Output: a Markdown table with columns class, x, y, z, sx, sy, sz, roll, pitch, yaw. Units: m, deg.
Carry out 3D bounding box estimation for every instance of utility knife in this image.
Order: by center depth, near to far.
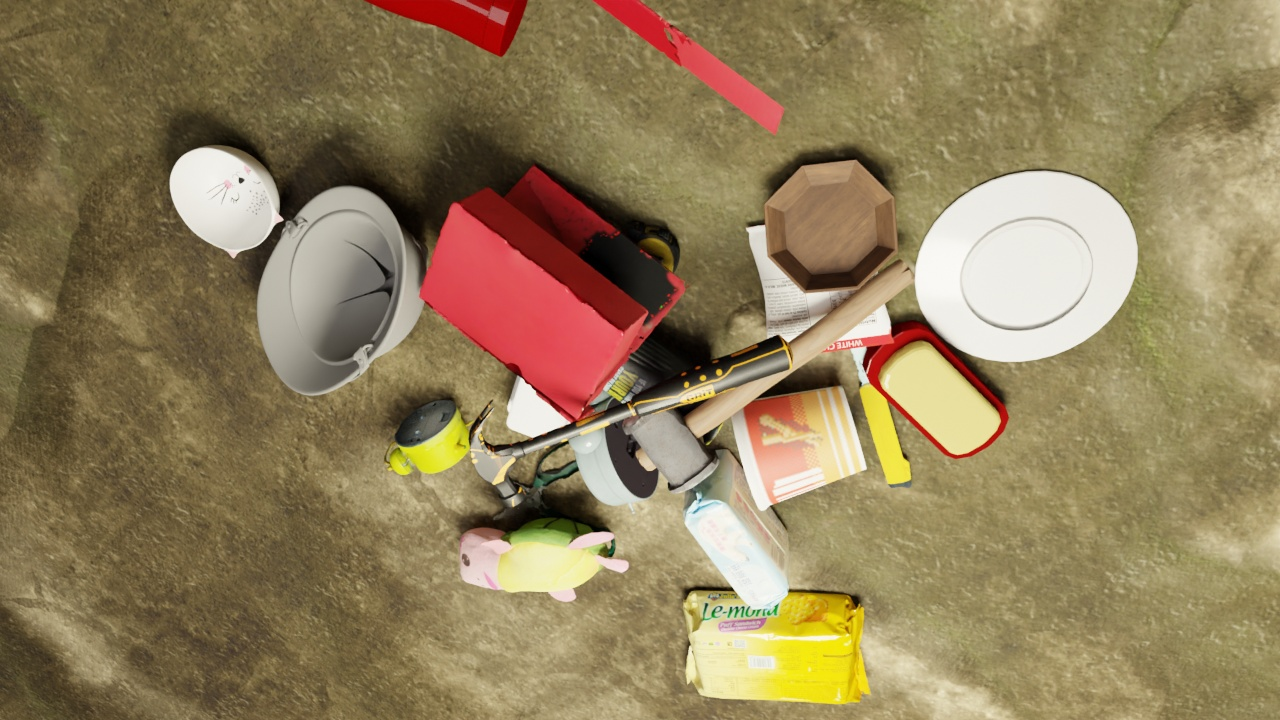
| class | x | y | z | sx | sy | sz | roll | pitch | yaw |
| --- | --- | --- | --- | --- | --- | --- | --- | --- | --- |
| utility knife | 0.264 | 0.053 | 1.019 | 0.030 | 0.019 | 0.225 | -16 | 118 | 14 |

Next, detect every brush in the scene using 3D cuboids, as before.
| class | x | y | z | sx | sy | sz | roll | pitch | yaw |
| --- | --- | --- | --- | --- | --- | --- | --- | --- | --- |
| brush | 0.316 | 0.036 | 0.978 | 0.173 | 0.041 | 0.082 | 41 | 110 | -14 |

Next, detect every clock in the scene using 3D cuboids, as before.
| class | x | y | z | sx | sy | sz | roll | pitch | yaw |
| --- | --- | --- | --- | --- | --- | --- | --- | --- | --- |
| clock | -0.033 | 0.094 | 1.036 | 0.045 | 0.122 | 0.159 | -20 | 125 | 25 |
| clock | -0.260 | 0.095 | 1.107 | 0.119 | 0.083 | 0.057 | -16 | 123 | 16 |

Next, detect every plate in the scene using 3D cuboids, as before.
| class | x | y | z | sx | sy | sz | roll | pitch | yaw |
| --- | --- | --- | --- | --- | --- | --- | --- | --- | --- |
| plate | 0.185 | -0.130 | 0.897 | 0.131 | 0.025 | 0.131 | 1 | 94 | 13 |
| plate | 0.383 | -0.086 | 0.915 | 0.209 | 0.015 | 0.209 | 5 | 121 | 8 |

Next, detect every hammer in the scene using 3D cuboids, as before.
| class | x | y | z | sx | sy | sz | roll | pitch | yaw |
| --- | --- | --- | --- | --- | --- | --- | --- | --- | --- |
| hammer | -0.007 | 0.042 | 0.870 | 0.320 | 0.036 | 0.123 | -21 | 129 | -1 |
| hammer | 0.133 | 0.009 | 0.919 | 0.328 | 0.052 | 0.098 | -36 | 98 | 8 |

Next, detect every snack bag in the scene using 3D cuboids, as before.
| class | x | y | z | sx | sy | sz | roll | pitch | yaw |
| --- | --- | --- | --- | --- | --- | --- | --- | --- | --- |
| snack bag | 0.184 | -0.076 | 0.940 | 0.131 | 0.039 | 0.144 | -8 | 107 | 14 |
| snack bag | 0.175 | 0.380 | 1.202 | 0.247 | 0.068 | 0.160 | -1 | 119 | 11 |

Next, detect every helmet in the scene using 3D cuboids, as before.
| class | x | y | z | sx | sy | sz | roll | pitch | yaw |
| --- | --- | --- | --- | --- | --- | --- | --- | --- | --- |
| helmet | -0.299 | -0.076 | 0.998 | 0.272 | 0.117 | 0.183 | -39 | 77 | 34 |

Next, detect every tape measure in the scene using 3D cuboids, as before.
| class | x | y | z | sx | sy | sz | roll | pitch | yaw |
| --- | --- | --- | --- | --- | --- | --- | --- | --- | --- |
| tape measure | 0.010 | -0.110 | 0.961 | 0.061 | 0.034 | 0.062 | 12 | 123 | 1 |

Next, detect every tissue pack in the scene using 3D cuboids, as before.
| class | x | y | z | sx | sy | sz | roll | pitch | yaw |
| --- | --- | --- | --- | --- | --- | --- | --- | --- | --- |
| tissue pack | 0.110 | 0.194 | 1.078 | 0.070 | 0.111 | 0.182 | -28 | 111 | 23 |

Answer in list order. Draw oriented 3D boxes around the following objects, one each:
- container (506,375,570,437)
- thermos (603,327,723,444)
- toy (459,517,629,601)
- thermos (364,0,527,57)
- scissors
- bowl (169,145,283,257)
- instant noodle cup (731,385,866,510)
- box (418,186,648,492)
| class | x | y | z | sx | sy | sz | roll | pitch | yaw |
| --- | --- | --- | --- | --- | --- | --- | --- | --- | --- |
| container | -0.108 | 0.036 | 1.061 | 0.081 | 0.049 | 0.129 | 21 | 122 | -2 |
| thermos | -0.006 | 0.006 | 1.001 | 0.221 | 0.098 | 0.098 | 32 | 121 | -2 |
| toy | -0.125 | 0.246 | 1.153 | 0.239 | 0.087 | 0.190 | -13 | 144 | 29 |
| thermos | -0.200 | -0.362 | 0.826 | 0.198 | 0.084 | 0.108 | 23 | 103 | -6 |
| scissors | -0.098 | 0.164 | 1.157 | 0.201 | 0.015 | 0.205 | 26 | 123 | -8 |
| bowl | -0.440 | -0.181 | 0.993 | 0.115 | 0.050 | 0.115 | 5 | 121 | 8 |
| instant noodle cup | 0.174 | 0.088 | 1.005 | 0.121 | 0.123 | 0.123 | -16 | 116 | 11 |
| box | -0.125 | 0.003 | 1.050 | 0.214 | 0.479 | 0.171 | 38 | 78 | 9 |
